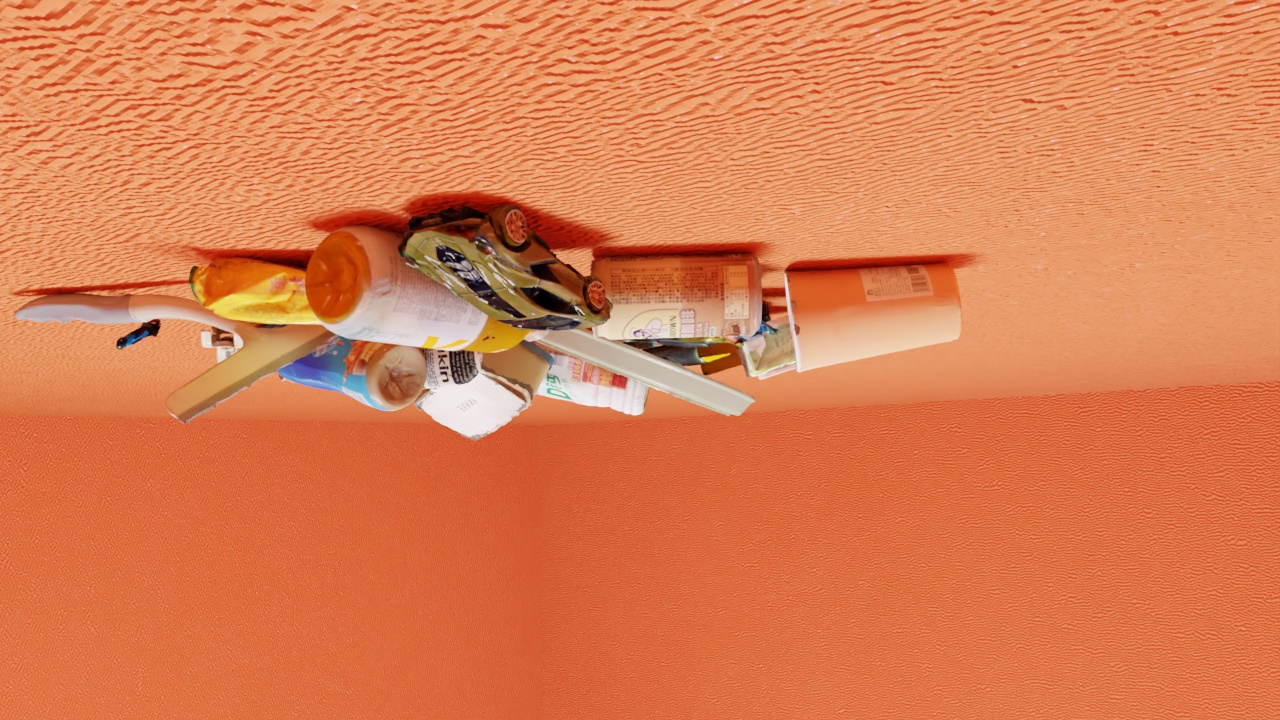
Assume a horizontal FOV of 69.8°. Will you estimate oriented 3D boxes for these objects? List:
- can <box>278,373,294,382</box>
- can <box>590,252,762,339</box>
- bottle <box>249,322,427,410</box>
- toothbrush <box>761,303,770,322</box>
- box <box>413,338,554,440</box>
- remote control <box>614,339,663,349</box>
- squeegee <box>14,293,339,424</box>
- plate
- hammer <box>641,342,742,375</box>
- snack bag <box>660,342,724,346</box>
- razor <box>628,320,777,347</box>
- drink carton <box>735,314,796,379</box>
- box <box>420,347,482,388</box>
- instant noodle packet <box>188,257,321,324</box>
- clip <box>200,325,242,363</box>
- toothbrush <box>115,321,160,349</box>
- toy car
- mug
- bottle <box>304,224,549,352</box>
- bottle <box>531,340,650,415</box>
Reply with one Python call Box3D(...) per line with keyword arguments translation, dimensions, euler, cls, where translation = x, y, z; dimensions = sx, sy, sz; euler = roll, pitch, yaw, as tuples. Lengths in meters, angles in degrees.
Box3D(translation=(-0.294, -0.004, 0.948), dimensions=(0.145, 0.058, 0.058), euler=(2, 173, -30), cls="can")
Box3D(translation=(0.024, -0.045, 0.641), dimensions=(0.116, 0.058, 0.058), euler=(-1, 174, 1), cls="can")
Box3D(translation=(-0.283, -0.006, 0.822), dimensions=(0.219, 0.065, 0.065), euler=(12, -177, 36), cls="bottle")
Box3D(translation=(0.091, -0.056, 0.785), dimensions=(0.014, 0.017, 0.189), euler=(-4, 170, 18), cls="toothbrush")
Box3D(translation=(-0.163, 0.021, 0.948), dimensions=(0.090, 0.062, 0.185), euler=(35, 146, -19), cls="box")
Box3D(translation=(-0.004, -0.024, 1.007), dimensions=(0.056, 0.019, 0.135), euler=(3, 173, -36), cls="remote control")
Box3D(translation=(-0.378, -0.034, 0.708), dimensions=(0.247, 0.039, 0.245), euler=(8, -159, 11), cls="squeegee")
Box3D(translation=(-0.005, 0.005, 0.852), dimensions=(0.230, 0.027, 0.230), euler=(20, 179, 0), cls="plate")
Box3D(translation=(0.073, -0.011, 1.005), dimensions=(0.128, 0.033, 0.301), euler=(-16, -177, -24), cls="hammer")
Box3D(translation=(0.042, -0.041, 0.769), dimensions=(0.110, 0.039, 0.191), euler=(11, 173, 4), cls="snack bag")
Box3D(translation=(0.034, -0.021, 0.725), dimensions=(0.143, 0.022, 0.042), euler=(1, 166, 32), cls="razor")
Box3D(translation=(0.147, -0.021, 0.799), dimensions=(0.122, 0.045, 0.053), euler=(-18, 175, -4), cls="drink carton")
Box3D(translation=(-0.179, -0.012, 0.839), dimensions=(0.163, 0.075, 0.086), euler=(-9, 179, 42), cls="box")
Box3D(translation=(-0.239, -0.046, 0.650), dimensions=(0.128, 0.044, 0.111), euler=(2, 175, -8), cls="instant noodle packet")
Box3D(translation=(-0.375, -0.026, 0.831), dimensions=(0.034, 0.072, 0.100), euler=(-1, 168, -19), cls="clip")
Box3D(translation=(-0.439, -0.023, 0.800), dimensions=(0.016, 0.014, 0.190), euler=(14, -179, -20), cls="toothbrush")
Box3D(translation=(-0.075, -0.048, 0.555), dimensions=(0.070, 0.042, 0.158), euler=(-5, 157, 32), cls="toy car")
Box3D(translation=(0.175, -0.038, 0.698), dimensions=(0.123, 0.078, 0.078), euler=(-8, 173, 9), cls="mug")
Box3D(translation=(-0.127, -0.040, 0.605), dimensions=(0.068, 0.068, 0.189), euler=(-5, 173, 32), cls="bottle")
Box3D(translation=(-0.087, 0.009, 1.002), dimensions=(0.197, 0.068, 0.068), euler=(11, 175, 6), cls="bottle")
